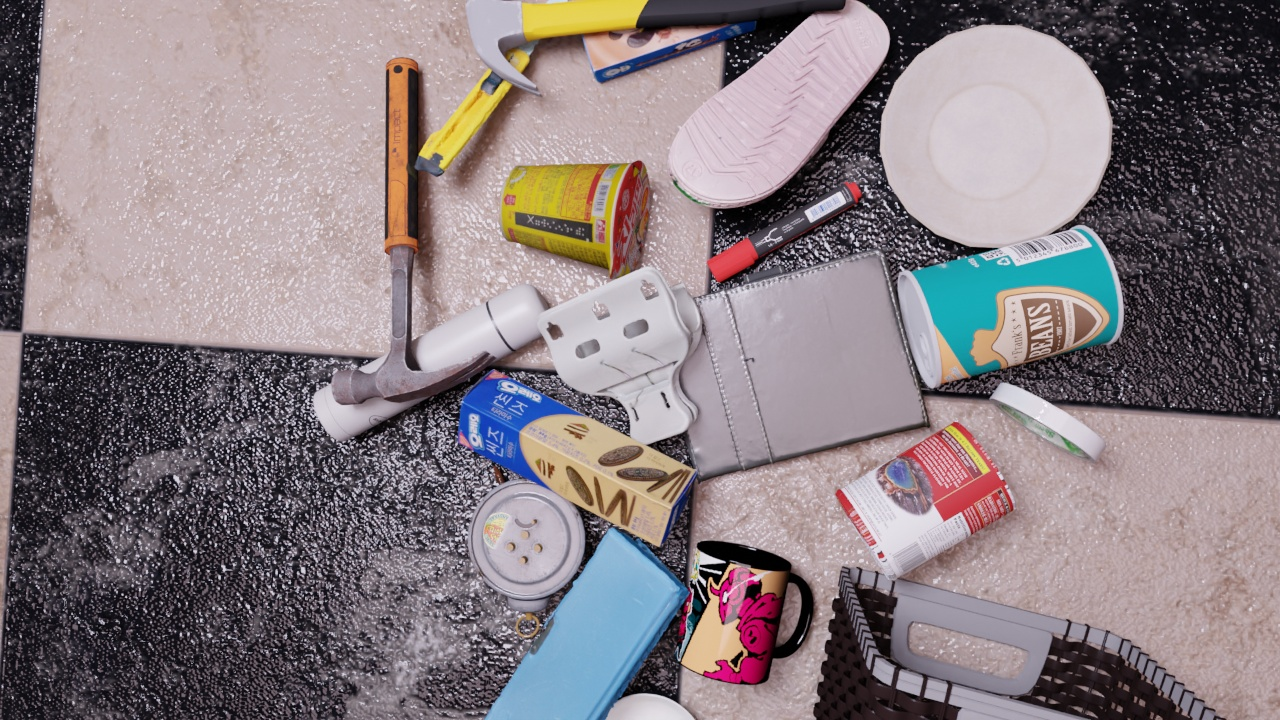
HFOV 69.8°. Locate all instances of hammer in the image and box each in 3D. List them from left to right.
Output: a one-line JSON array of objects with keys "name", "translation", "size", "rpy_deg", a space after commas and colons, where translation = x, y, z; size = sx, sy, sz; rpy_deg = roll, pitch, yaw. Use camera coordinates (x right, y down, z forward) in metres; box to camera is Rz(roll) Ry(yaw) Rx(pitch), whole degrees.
[{"name": "hammer", "translation": [-0.198, -0.121, 0.808], "size": [0.138, 0.035, 0.314], "rpy_deg": [-5, 77, 10]}, {"name": "hammer", "translation": [0.011, -0.300, 0.784], "size": [0.324, 0.029, 0.127], "rpy_deg": [-3, 86, 6]}]

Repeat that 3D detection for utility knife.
[{"name": "utility knife", "translation": [-0.129, -0.250, 0.817], "size": [0.030, 0.019, 0.217], "rpy_deg": [33, 74, 2]}]

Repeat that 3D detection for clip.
[{"name": "clip", "translation": [0.000, -0.006, 0.796], "size": [0.127, 0.098, 0.152], "rpy_deg": [-21, 115, 27]}]

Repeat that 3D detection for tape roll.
[{"name": "tape roll", "translation": [0.331, 0.050, 0.748], "size": [0.094, 0.094, 0.018], "rpy_deg": [33, 93, 5]}]

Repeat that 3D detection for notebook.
[{"name": "notebook", "translation": [0.129, 0.003, 0.804], "size": [0.209, 0.029, 0.169], "rpy_deg": [-14, 88, 5]}]

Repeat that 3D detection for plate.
[{"name": "plate", "translation": [0.008, 0.344, 0.816], "size": [0.104, 0.026, 0.104], "rpy_deg": [0, 90, 7]}, {"name": "plate", "translation": [0.301, -0.189, 0.787], "size": [0.189, 0.027, 0.188], "rpy_deg": [0, 90, 6]}]

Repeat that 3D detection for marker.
[{"name": "marker", "translation": [0.127, -0.113, 0.808], "size": [0.145, 0.021, 0.023], "rpy_deg": [-29, 49, 5]}]

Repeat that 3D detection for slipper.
[{"name": "slipper", "translation": [0.120, -0.212, 0.791], "size": [0.094, 0.064, 0.239], "rpy_deg": [44, 77, 3]}]

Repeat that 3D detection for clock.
[{"name": "clock", "translation": [-0.098, 0.170, 0.814], "size": [0.104, 0.056, 0.148], "rpy_deg": [1, 88, 7]}]

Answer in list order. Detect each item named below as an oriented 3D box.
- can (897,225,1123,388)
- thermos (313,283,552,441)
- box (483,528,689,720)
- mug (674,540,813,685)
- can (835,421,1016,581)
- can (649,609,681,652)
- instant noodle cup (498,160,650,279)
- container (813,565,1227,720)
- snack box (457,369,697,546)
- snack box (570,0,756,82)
[{"name": "can", "translation": [0.297, -0.043, 0.750], "size": [0.144, 0.099, 0.099], "rpy_deg": [-15, 88, 6]}, {"name": "thermos", "translation": [-0.184, 0.000, 0.826], "size": [0.224, 0.052, 0.052], "rpy_deg": [-27, 87, 5]}, {"name": "box", "translation": [-0.048, 0.266, 0.797], "size": [0.093, 0.054, 0.231], "rpy_deg": [34, 94, 32]}, {"name": "mug", "translation": [0.095, 0.215, 0.787], "size": [0.118, 0.082, 0.098], "rpy_deg": [11, 91, -21]}, {"name": "can", "translation": [0.234, 0.117, 0.762], "size": [0.116, 0.086, 0.086], "rpy_deg": [-32, 86, 5]}, {"name": "can", "translation": [-0.001, 0.245, 0.814], "size": [0.031, 0.031, 0.080], "rpy_deg": [40, 94, 5]}, {"name": "instant noodle cup", "translation": [-0.058, -0.131, 0.799], "size": [0.112, 0.100, 0.100], "rpy_deg": [11, 91, 16]}, {"name": "container", "translation": [0.251, 0.328, 0.683], "size": [0.247, 0.245, 0.243], "rpy_deg": [13, 94, 6]}, {"name": "snack box", "translation": [-0.058, 0.082, 0.788], "size": [0.207, 0.057, 0.056], "rpy_deg": [25, 132, 12]}, {"name": "snack box", "translation": [0.018, -0.315, 0.816], "size": [0.151, 0.034, 0.087], "rpy_deg": [-17, 87, 5]}]
